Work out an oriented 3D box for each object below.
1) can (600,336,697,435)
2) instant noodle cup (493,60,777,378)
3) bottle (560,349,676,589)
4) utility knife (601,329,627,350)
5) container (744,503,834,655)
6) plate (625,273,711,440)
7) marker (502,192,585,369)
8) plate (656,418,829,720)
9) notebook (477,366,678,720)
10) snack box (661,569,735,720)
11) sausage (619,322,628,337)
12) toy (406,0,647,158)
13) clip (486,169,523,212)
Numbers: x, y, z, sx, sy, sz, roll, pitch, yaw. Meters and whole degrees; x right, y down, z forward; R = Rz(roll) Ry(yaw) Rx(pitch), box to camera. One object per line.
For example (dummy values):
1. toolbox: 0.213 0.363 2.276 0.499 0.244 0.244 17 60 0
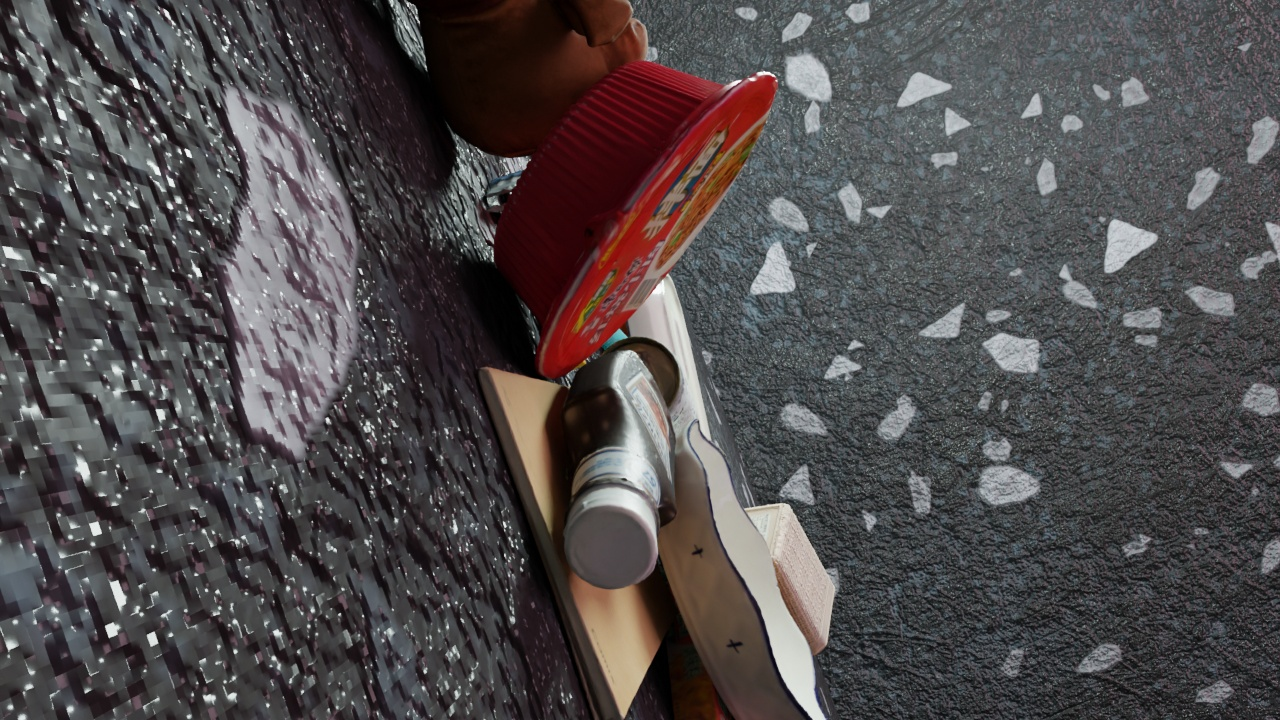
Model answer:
1. can: 0.006 0.028 0.623 0.147 0.058 0.058 62 9 -75
2. instant noodle cup: -0.012 -0.083 0.482 0.066 0.194 0.193 38 3 8
3. bottle: -0.010 0.049 0.439 0.194 0.044 0.080 -85 150 -77
4. utility knife: -0.004 0.004 0.703 0.151 0.013 0.029 48 43 -28
5. container: 0.112 0.196 0.827 0.111 0.090 0.090 63 30 -26
6. plate: 0.031 0.031 0.807 0.162 0.034 0.265 25 53 -77
7. marker: -0.061 -0.051 0.555 0.018 0.015 0.123 50 17 -76
8. plate: 0.058 0.139 0.567 0.204 0.045 0.205 -23 89 -82
9. notebook: -0.024 0.080 0.465 0.211 0.012 0.149 29 39 -81
10. snack box: 0.041 0.199 0.555 0.155 0.027 0.077 -96 163 -67
11. sausage: -0.019 -0.041 0.846 0.021 0.021 0.165 61 10 -51
12. toy: -0.075 -0.196 0.436 0.199 0.140 0.130 49 58 -52
13. clip: -0.075 -0.093 0.523 0.058 0.027 0.045 -81 158 -77
